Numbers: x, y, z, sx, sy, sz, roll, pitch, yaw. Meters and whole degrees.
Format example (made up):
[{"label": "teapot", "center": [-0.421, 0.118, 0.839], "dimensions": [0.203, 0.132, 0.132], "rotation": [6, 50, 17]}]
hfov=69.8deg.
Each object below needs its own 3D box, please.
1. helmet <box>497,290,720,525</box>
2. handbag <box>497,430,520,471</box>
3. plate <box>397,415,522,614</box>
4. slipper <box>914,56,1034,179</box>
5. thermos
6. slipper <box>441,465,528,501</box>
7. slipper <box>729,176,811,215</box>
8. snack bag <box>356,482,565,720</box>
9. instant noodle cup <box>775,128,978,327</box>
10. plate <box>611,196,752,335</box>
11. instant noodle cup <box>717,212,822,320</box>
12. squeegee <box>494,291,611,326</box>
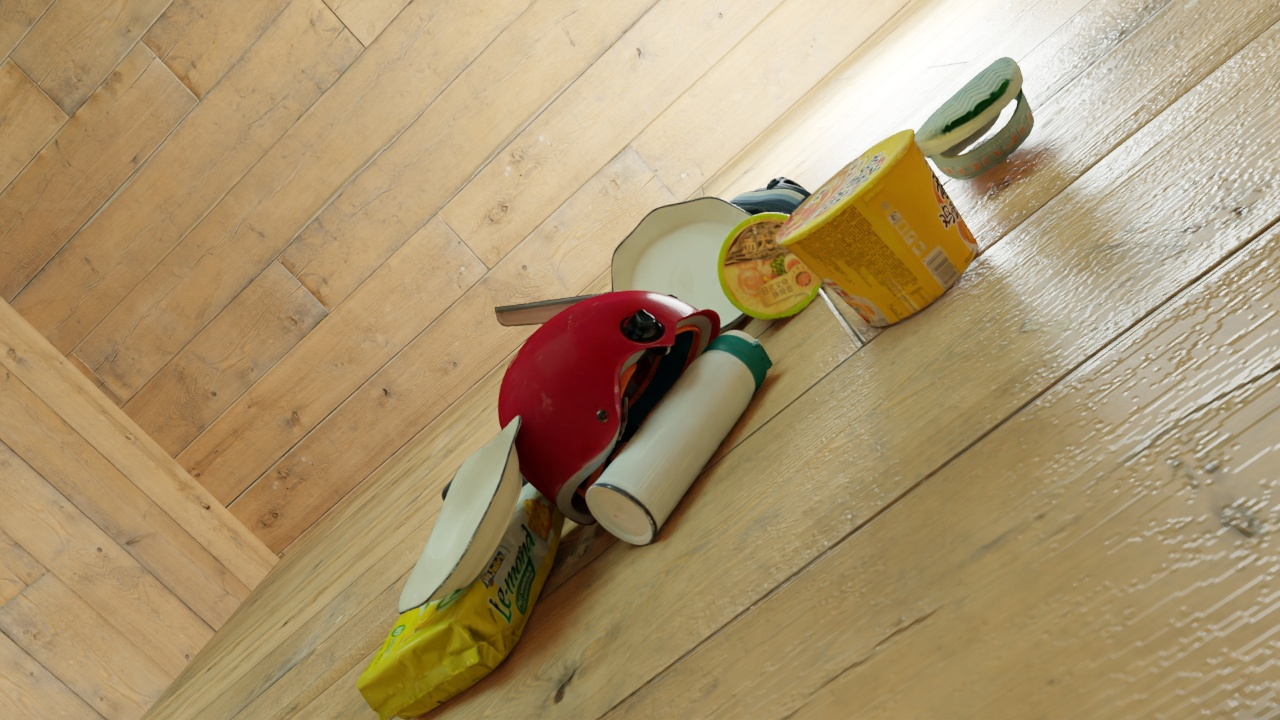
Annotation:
[{"label": "helmet", "center": [-0.041, 0.019, 0.873], "dimensions": [0.239, 0.144, 0.207], "rotation": [-50, -16, -29]}, {"label": "handbag", "center": [-0.116, 0.084, 1.194], "dimensions": [0.148, 0.100, 0.204], "rotation": [-41, 5, 20]}, {"label": "plate", "center": [-0.143, 0.137, 0.785], "dimensions": [0.165, 0.034, 0.163], "rotation": [-39, 25, 51]}, {"label": "slipper", "center": [0.323, -0.219, 0.883], "dimensions": [0.104, 0.074, 0.245], "rotation": [-40, -6, 18]}, {"label": "thermos", "center": [0.040, 0.058, 0.805], "dimensions": [0.073, 0.073, 0.223], "rotation": [-29, 16, 52]}, {"label": "slipper", "center": [-0.163, 0.150, 1.084], "dimensions": [0.083, 0.110, 0.269], "rotation": [-44, 7, -28]}, {"label": "slipper", "center": [0.184, -0.192, 1.182], "dimensions": [0.095, 0.105, 0.253], "rotation": [-42, 10, -5]}, {"label": "snack bag", "center": [-0.153, 0.220, 0.860], "dimensions": [0.158, 0.068, 0.245], "rotation": [-38, 12, 28]}, {"label": "instant noodle cup", "center": [0.198, -0.102, 0.749], "dimensions": [0.138, 0.110, 0.138], "rotation": [-41, 11, 9]}, {"label": "plate", "center": [0.064, -0.109, 1.147], "dimensions": [0.205, 0.205, 0.045], "rotation": [-43, -31, -5]}, {"label": "instant noodle cup", "center": [0.139, -0.102, 1.016], "dimensions": [0.112, 0.111, 0.123], "rotation": [-41, 2, 5]}, {"label": "squeegee", "center": [-0.110, 0.028, 1.303], "dimensions": [0.247, 0.040, 0.250], "rotation": [-13, -53, -40]}]
